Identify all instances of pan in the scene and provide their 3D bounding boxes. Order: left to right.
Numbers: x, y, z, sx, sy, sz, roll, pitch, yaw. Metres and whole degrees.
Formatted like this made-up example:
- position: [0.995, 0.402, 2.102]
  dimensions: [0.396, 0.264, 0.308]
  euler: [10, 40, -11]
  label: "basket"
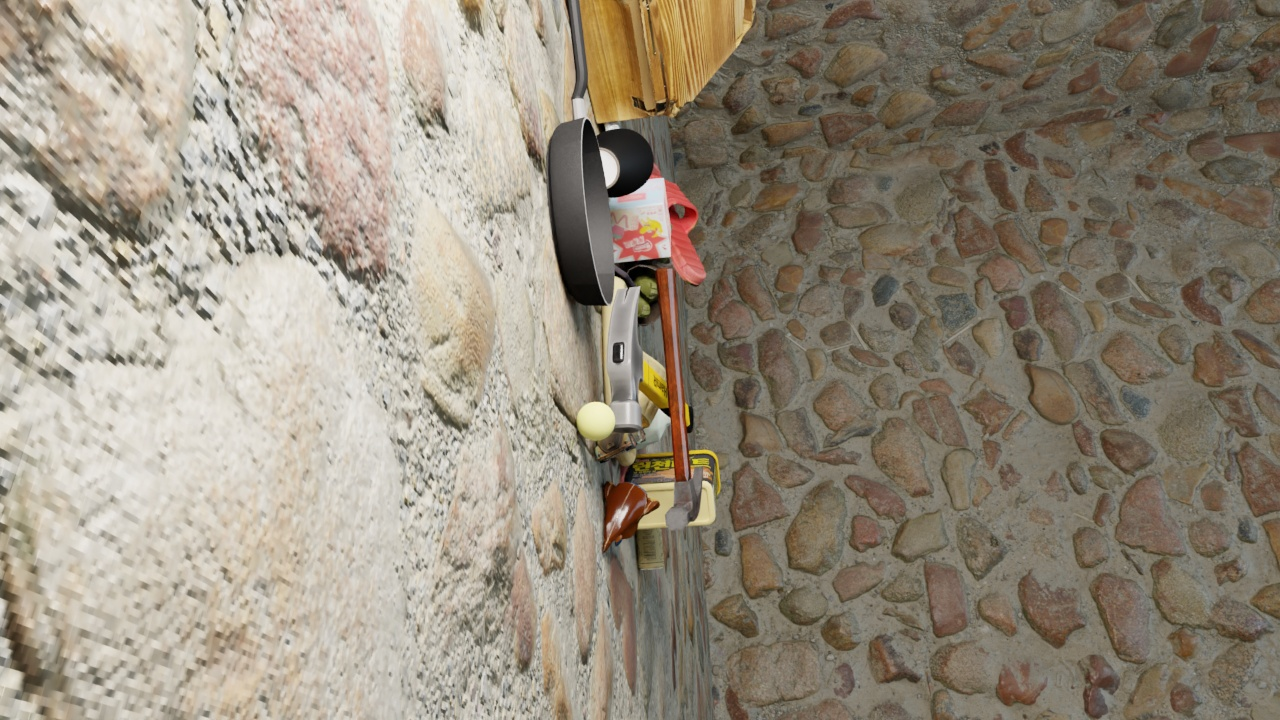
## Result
- position: [-0.070, -0.233, 0.989]
  dimensions: [0.204, 0.044, 0.356]
  euler: [-63, 147, -79]
  label: "pan"

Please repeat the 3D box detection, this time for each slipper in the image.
- position: [-0.007, 0.007, 1.219]
  dimensions: [0.111, 0.079, 0.261]
  euler: [59, 25, -68]
  label: "slipper"
- position: [0.058, -0.240, 1.520]
  dimensions: [0.103, 0.059, 0.248]
  euler: [12, 51, -55]
  label: "slipper"

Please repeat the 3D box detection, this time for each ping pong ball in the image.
- position: [-0.046, 0.063, 0.950]
  dimensions: [0.040, 0.040, 0.040]
  euler: [-4, 89, -84]
  label: "ping pong ball"

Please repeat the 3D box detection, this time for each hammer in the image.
- position: [0.021, 0.032, 1.124]
  dimensions: [0.324, 0.034, 0.169]
  euler: [46, 41, -66]
  label: "hammer"
- position: [0.042, 0.041, 1.088]
  dimensions: [0.111, 0.028, 0.300]
  euler: [-10, 95, -75]
  label: "hammer"

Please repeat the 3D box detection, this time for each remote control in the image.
- position: [-0.030, -0.122, 1.289]
  dimensions: [0.009, 0.046, 0.124]
  euler: [-56, 172, 0]
  label: "remote control"

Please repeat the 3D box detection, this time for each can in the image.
- position: [0.013, 0.264, 1.342]
  dimensions: [0.038, 0.038, 0.079]
  euler: [53, 31, -78]
  label: "can"
- position: [0.042, 0.180, 1.269]
  dimensions: [0.101, 0.131, 0.072]
  euler: [-69, 153, -71]
  label: "can"

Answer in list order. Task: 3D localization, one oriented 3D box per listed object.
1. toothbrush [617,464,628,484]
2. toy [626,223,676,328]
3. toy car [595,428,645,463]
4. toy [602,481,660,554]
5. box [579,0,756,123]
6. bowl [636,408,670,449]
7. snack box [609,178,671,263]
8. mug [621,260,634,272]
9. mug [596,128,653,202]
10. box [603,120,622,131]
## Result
- position: [-0.022, 0.142, 1.246]
  dimensions: [0.184, 0.015, 0.016]
  euler: [-85, 168, -66]
  label: "toothbrush"
- position: [0.014, -0.115, 1.423]
  dimensions: [0.152, 0.078, 0.180]
  euler: [-67, 180, -67]
  label: "toy"
- position: [-0.028, 0.088, 1.080]
  dimensions: [0.047, 0.047, 0.112]
  euler: [66, 10, 3]
  label: "toy car"
- position: [-0.024, 0.195, 1.080]
  dimensions: [0.090, 0.071, 0.102]
  euler: [97, 17, -51]
  label: "toy"
- position: [0.036, -0.505, 1.271]
  dimensions: [0.279, 0.264, 0.269]
  euler: [77, 11, -61]
  label: "box"
- position: [0.012, 0.073, 1.377]
  dimensions: [0.117, 0.061, 0.117]
  euler: [-5, 87, -87]
  label: "bowl"
- position: [-0.005, -0.206, 1.355]
  dimensions: [0.079, 0.093, 0.095]
  euler: [-88, 171, -50]
  label: "snack box"
- position: [0.002, -0.175, 1.544]
  dimensions: [0.107, 0.080, 0.116]
  euler: [-86, -165, -53]
  label: "mug"
- position: [-0.042, -0.232, 1.162]
  dimensions: [0.119, 0.085, 0.100]
  euler: [-66, 172, 23]
  label: "mug"
- position: [-0.039, -0.342, 1.498]
  dimensions: [0.209, 0.037, 0.189]
  euler: [79, 1, -46]
  label: "box"
